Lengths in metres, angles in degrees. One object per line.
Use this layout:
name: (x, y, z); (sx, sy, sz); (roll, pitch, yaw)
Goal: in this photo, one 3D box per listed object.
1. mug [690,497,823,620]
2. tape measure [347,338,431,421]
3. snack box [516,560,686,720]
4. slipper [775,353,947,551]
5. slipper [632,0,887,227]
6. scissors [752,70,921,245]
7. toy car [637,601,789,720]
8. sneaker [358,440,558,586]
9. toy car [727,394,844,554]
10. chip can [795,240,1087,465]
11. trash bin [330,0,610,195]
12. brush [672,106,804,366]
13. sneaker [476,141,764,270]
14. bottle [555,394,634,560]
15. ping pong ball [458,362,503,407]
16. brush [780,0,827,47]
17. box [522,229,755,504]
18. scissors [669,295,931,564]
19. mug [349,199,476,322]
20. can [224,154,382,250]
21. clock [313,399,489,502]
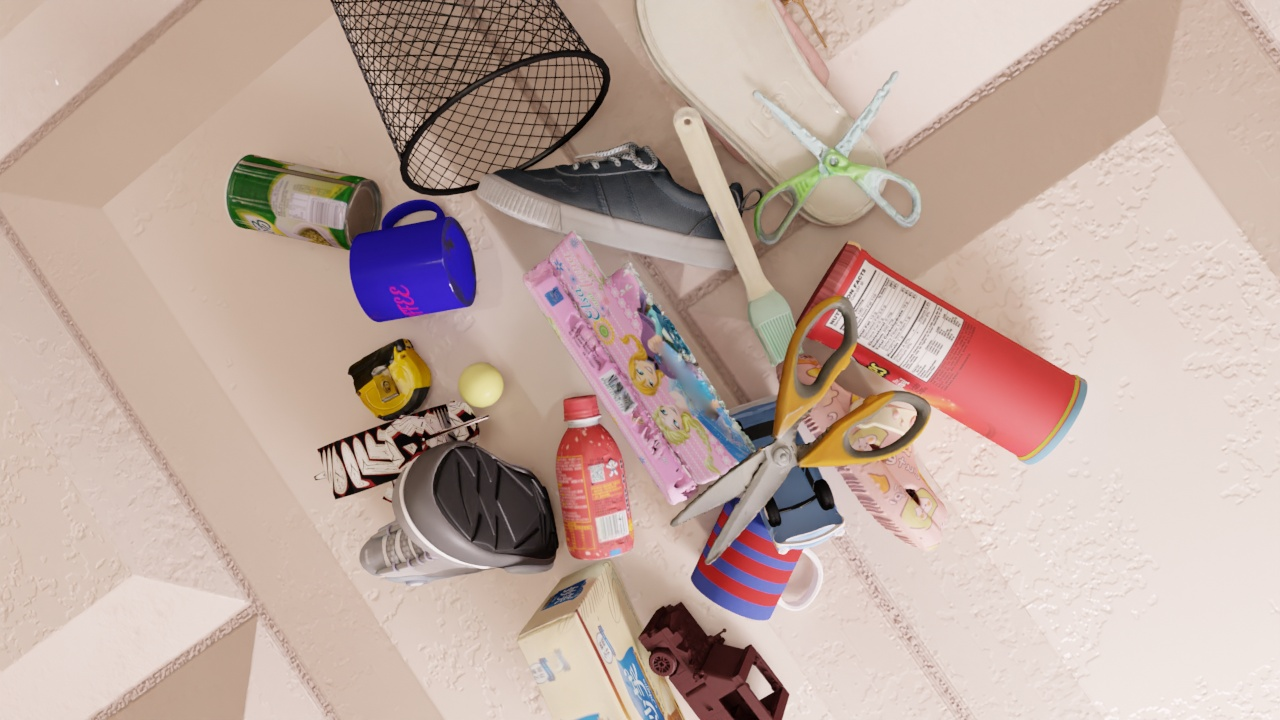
mug: (0.108, 0.172, 0.779); (0.112, 0.075, 0.076); (22, 97, -19)
tape measure: (-0.225, 0.020, 0.833); (0.066, 0.037, 0.064); (-28, 88, 9)
snack box: (-0.017, 0.285, 0.758); (0.055, 0.153, 0.207); (-25, 89, 9)
slipper: (0.192, 0.062, 0.747); (0.081, 0.093, 0.197); (-38, 86, 0)
slipper: (0.098, -0.224, 0.758); (0.114, 0.054, 0.274); (-40, 99, 6)
scissors: (0.156, -0.160, 0.740); (0.173, 0.021, 0.171); (38, 98, -6)
toy car: (0.075, 0.282, 0.783); (0.062, 0.070, 0.170); (-39, 87, 20)
sneaker: (-0.170, 0.135, 0.725); (0.160, 0.256, 0.093); (-17, 73, 9)
toy car: (0.114, 0.092, 0.742); (0.056, 0.153, 0.055); (-18, 132, -1)
chip can: (0.236, -0.007, 0.735); (0.213, 0.087, 0.087); (31, 97, 5)
trash bin: (-0.155, -0.273, 0.741); (0.184, 0.184, 0.210); (-31, 83, 9)
brush: (0.075, -0.100, 0.729); (0.033, 0.012, 0.217); (-23, 90, -7)
sneaker: (-0.019, -0.138, 0.767); (0.235, 0.089, 0.087); (14, 97, 1)
bottle: (-0.043, 0.099, 0.798); (0.062, 0.062, 0.137); (-7, 92, 9)
ping pong ball: (-0.142, 0.022, 0.819); (0.040, 0.040, 0.040); (1, 93, 9)
brush: (0.123, -0.323, 0.768); (0.048, 0.017, 0.126); (-29, 89, 9)
box: (-0.014, 0.010, 0.744); (0.061, 0.161, 0.230); (-33, 87, -21)
scissors: (0.110, 0.048, 0.676); (0.225, 0.016, 0.175); (-25, 95, -15)
mug: (-0.198, -0.093, 0.808); (0.083, 0.079, 0.111); (-9, 64, 9)
can: (-0.301, -0.141, 0.821); (0.121, 0.067, 0.067); (12, 95, 7)
clock: (-0.197, 0.080, 0.790); (0.155, 0.114, 0.065); (-20, 90, 27)
